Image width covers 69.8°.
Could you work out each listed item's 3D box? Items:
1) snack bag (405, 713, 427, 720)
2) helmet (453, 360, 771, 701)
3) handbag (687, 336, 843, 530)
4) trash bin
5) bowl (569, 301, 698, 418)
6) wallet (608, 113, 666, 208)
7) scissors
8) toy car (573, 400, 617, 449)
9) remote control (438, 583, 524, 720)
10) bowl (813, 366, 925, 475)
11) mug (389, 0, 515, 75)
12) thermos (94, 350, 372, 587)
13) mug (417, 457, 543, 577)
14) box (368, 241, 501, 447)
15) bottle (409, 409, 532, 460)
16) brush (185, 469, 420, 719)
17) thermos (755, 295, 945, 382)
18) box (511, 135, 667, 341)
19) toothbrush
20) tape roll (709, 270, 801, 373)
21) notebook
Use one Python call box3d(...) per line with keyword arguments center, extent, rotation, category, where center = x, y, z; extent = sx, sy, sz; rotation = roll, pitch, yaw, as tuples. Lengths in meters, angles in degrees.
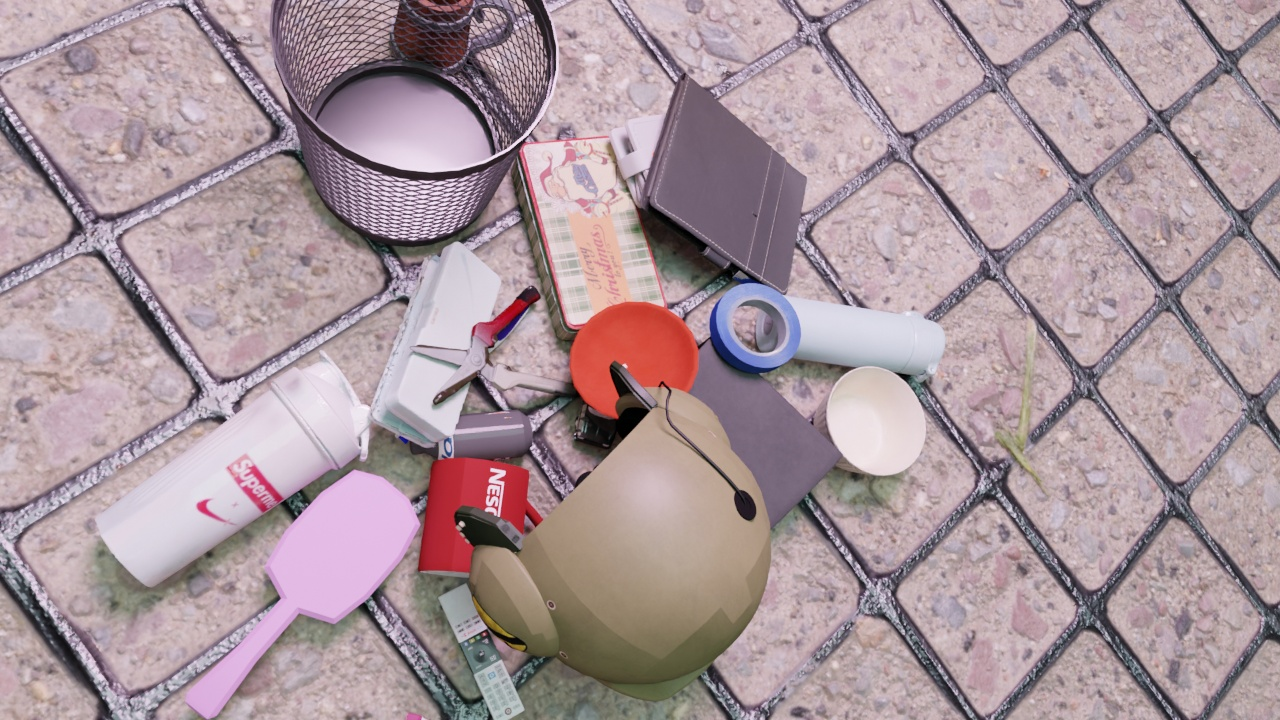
box3d(center=(-0.115, 0.361, 0.802), extent=(0.196, 0.016, 0.070), rotation=(16, 69, -13), category="snack bag")
box3d(center=(-0.010, 0.153, 0.752), extent=(0.233, 0.256, 0.249), rotation=(45, 67, 1), category="helmet")
box3d(center=(0.066, 0.107, 0.909), extent=(0.176, 0.072, 0.195), rotation=(44, 72, -1), category="handbag")
box3d(center=(-0.203, -0.226, 0.815), extent=(0.217, 0.228, 0.217), rotation=(4, 78, -17), category="trash bin")
box3d(center=(-0.005, 0.005, 0.879), extent=(0.122, 0.035, 0.121), rotation=(-2, 67, 4), category="bowl")
box3d(center=(0.027, -0.199, 0.971), extent=(0.118, 0.038, 0.115), rotation=(-27, 97, -50), category="wallet")
box3d(center=(-0.124, -0.003, 0.857), extent=(0.179, 0.015, 0.198), rotation=(43, 40, -28), category="scissors")
box3d(center=(-0.036, 0.039, 0.906), extent=(0.040, 0.037, 0.092), rotation=(18, 70, -13), category="toy car")
box3d(center=(-0.143, 0.262, 0.822), extent=(0.028, 0.012, 0.124), rotation=(-24, 83, -22), category="remote control")
box3d(center=(0.235, 0.069, 0.972), extent=(0.115, 0.063, 0.115), rotation=(5, 74, -17), category="bowl")
box3d(center=(-0.189, -0.340, 0.922), extent=(0.117, 0.111, 0.081), rotation=(12, 72, -15), category="mug")
box3d(center=(-0.330, 0.093, 0.770), extent=(0.220, 0.099, 0.099), rotation=(-38, 89, -19), category="thermos")
box3d(center=(-0.135, 0.146, 0.824), extent=(0.116, 0.081, 0.096), rotation=(17, 69, -37), category="mug")
box3d(center=(-0.179, -0.017, 0.837), extent=(0.083, 0.067, 0.198), rotation=(21, 50, -16), category="box")
box3d(center=(-0.157, 0.072, 0.852), extent=(0.112, 0.047, 0.047), rotation=(-4, 76, -20), category="bottle")
box3d(center=(-0.286, 0.198, 0.776), extent=(0.089, 0.043, 0.228), rotation=(41, 67, -4), category="brush")
box3d(center=(0.231, -0.026, 0.997), extent=(0.206, 0.065, 0.077), rotation=(7, 64, -16), category="thermos")
box3d(center=(-0.053, -0.128, 0.942), extent=(0.117, 0.050, 0.205), rotation=(-11, 80, -20), category="box")
box3d(center=(-0.167, 0.009, 0.884), extent=(0.016, 0.015, 0.186), rotation=(45, 66, -7), category="toothbrush")
box3d(center=(0.114, -0.032, 0.909), extent=(0.091, 0.016, 0.092), rotation=(32, 61, -7), category="tape roll")
box3d(center=(0.096, -0.178, 0.976), extent=(0.209, 0.030, 0.169), rotation=(29, 67, -32), category="notebook")
